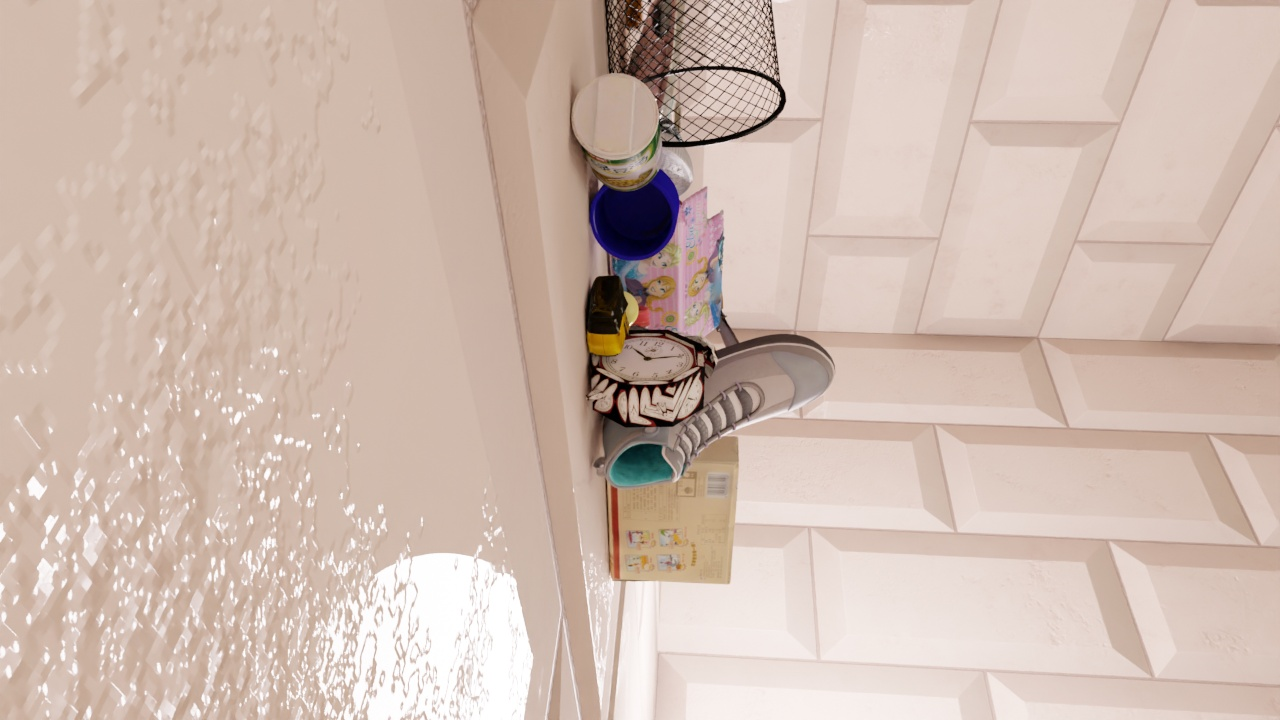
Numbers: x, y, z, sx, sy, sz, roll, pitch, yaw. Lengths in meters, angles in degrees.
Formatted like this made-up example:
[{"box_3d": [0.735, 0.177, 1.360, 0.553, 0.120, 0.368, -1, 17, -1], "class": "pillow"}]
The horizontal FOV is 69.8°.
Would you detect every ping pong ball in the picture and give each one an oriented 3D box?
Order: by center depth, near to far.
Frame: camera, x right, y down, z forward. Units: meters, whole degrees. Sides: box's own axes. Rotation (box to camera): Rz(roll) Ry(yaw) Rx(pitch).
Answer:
[{"box_3d": [-0.022, -0.052, 0.943, 0.040, 0.040, 0.040, 4, 87, -86], "class": "ping pong ball"}]

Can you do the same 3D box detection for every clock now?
[{"box_3d": [0.014, 0.013, 0.902, 0.154, 0.115, 0.065, -52, 147, -54], "class": "clock"}]

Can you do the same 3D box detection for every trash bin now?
[{"box_3d": [0.045, -0.344, 0.883, 0.183, 0.184, 0.210, -84, 168, -49], "class": "trash bin"}]

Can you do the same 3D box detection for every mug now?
[{"box_3d": [-0.011, -0.156, 0.869, 0.111, 0.079, 0.083, 61, 13, -15], "class": "mug"}]

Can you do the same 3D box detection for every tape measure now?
[{"box_3d": [-0.029, -0.039, 0.860, 0.065, 0.037, 0.064, -83, 173, -52], "class": "tape measure"}]

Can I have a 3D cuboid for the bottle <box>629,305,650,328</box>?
[{"box_3d": [-0.006, 0.006, 1.056, 0.062, 0.062, 0.138, -76, 167, -72], "class": "bottle"}]

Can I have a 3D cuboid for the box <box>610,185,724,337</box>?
[{"box_3d": [0.041, -0.089, 1.072, 0.061, 0.160, 0.231, 54, -23, 41], "class": "box"}]

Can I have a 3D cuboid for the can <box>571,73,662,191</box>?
[{"box_3d": [-0.017, -0.185, 0.758, 0.121, 0.067, 0.067, 34, 58, -86], "class": "can"}]

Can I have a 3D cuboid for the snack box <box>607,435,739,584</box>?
[{"box_3d": [0.039, 0.183, 1.117, 0.055, 0.153, 0.208, -84, 174, -54], "class": "snack box"}]

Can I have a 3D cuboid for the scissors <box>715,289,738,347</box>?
[{"box_3d": [0.099, -0.076, 1.205, 0.225, 0.016, 0.176, -122, -149, -50], "class": "scissors"}]

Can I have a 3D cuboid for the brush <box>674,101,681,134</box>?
[{"box_3d": [0.044, -0.213, 1.141, 0.033, 0.012, 0.218, -112, -162, -55], "class": "brush"}]

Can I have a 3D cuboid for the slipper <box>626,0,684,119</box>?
[{"box_3d": [0.008, -0.338, 1.138, 0.275, 0.054, 0.114, 105, -11, -49], "class": "slipper"}]

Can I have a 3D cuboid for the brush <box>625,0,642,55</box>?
[{"box_3d": [-0.008, -0.439, 1.145, 0.048, 0.017, 0.127, -84, 174, -51], "class": "brush"}]

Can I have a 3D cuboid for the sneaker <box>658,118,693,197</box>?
[{"box_3d": [0.013, -0.233, 1.039, 0.235, 0.089, 0.087, 131, -37, -85], "class": "sneaker"}]

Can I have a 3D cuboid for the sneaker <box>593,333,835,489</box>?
[{"box_3d": [0.079, 0.060, 0.943, 0.160, 0.257, 0.093, -82, 155, -63], "class": "sneaker"}]

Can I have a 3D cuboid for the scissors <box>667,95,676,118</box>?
[{"box_3d": [0.023, -0.285, 1.208, 0.173, 0.021, 0.171, 107, -11, -61], "class": "scissors"}]

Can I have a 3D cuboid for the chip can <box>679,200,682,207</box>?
[{"box_3d": [0.027, -0.148, 1.315, 0.213, 0.087, 0.087, 84, 8, -69], "class": "chip can"}]
